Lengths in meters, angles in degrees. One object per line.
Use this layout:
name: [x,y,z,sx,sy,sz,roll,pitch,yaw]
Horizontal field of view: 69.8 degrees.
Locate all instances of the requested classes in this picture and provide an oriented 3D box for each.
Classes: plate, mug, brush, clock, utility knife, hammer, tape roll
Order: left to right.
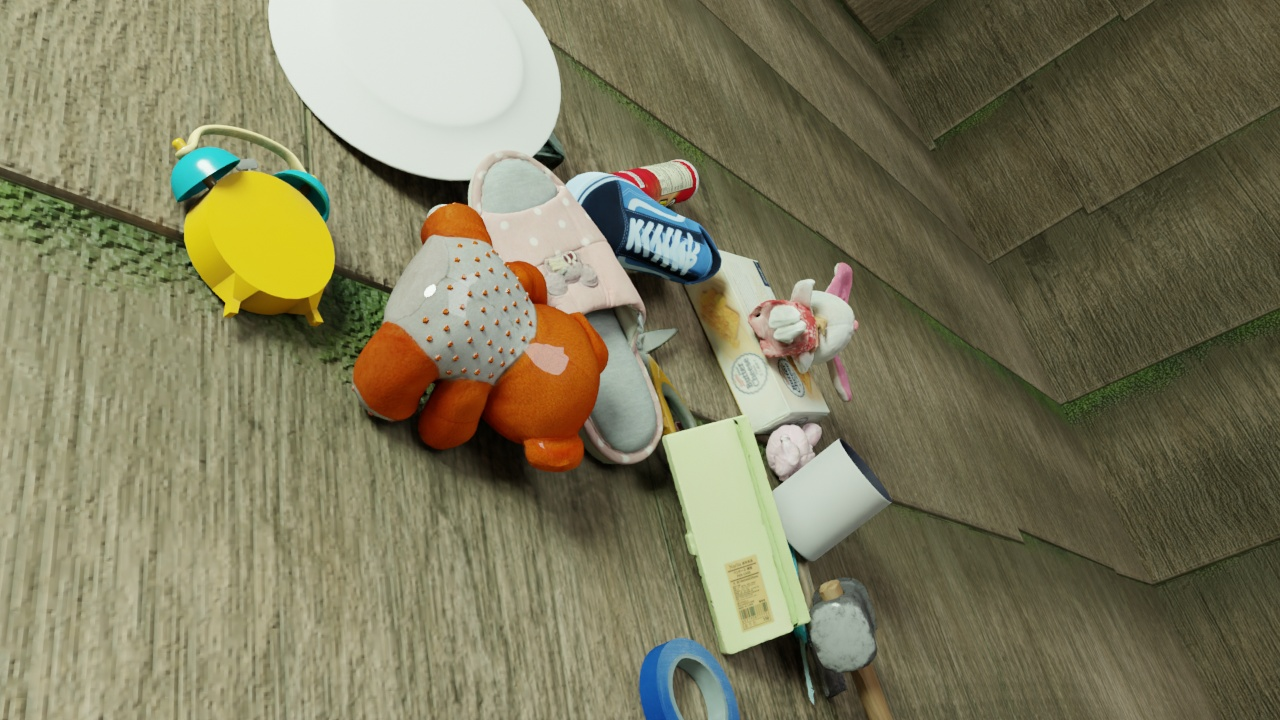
clock: [-0.233,-0.084,0.562,0.099,0.044,0.129,7,63,-55]
plate: [-0.173,-0.257,0.746,0.242,0.016,0.242,13,64,-27]
tape roll: [0.037,0.250,0.671,0.093,0.016,0.091,61,29,7]
utility knife: [0.147,0.240,0.855,0.022,0.015,0.161,41,34,-44]
brush: [0.167,0.246,0.879,0.039,0.012,0.151,25,43,-46]
mug: [0.186,0.135,0.920,0.078,0.097,0.111,49,13,1]
hammer: [0.225,0.352,0.806,0.098,0.052,0.328,-1,70,-75]

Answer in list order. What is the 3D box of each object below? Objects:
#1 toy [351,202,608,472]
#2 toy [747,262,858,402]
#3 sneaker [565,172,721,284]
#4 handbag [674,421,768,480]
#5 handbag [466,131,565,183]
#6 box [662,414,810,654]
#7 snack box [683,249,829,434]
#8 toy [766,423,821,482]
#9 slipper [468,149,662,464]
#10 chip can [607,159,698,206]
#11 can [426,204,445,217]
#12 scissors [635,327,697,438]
toy: [-0.099,-0.007,0.631,0.172,0.093,0.163,39,53,-31]
toy: [0.186,-0.036,0.994,0.194,0.084,0.159,6,85,-55]
sneaker: [0.013,-0.120,0.878,0.241,0.098,0.083,9,97,-62]
handbag: [0.073,0.095,0.875,0.119,0.029,0.055,40,35,-20]
handbag: [-0.132,-0.223,0.825,0.122,0.067,0.106,59,28,3]
box: [0.090,0.142,0.785,0.127,0.066,0.188,-4,77,-56]
snack box: [0.128,-0.020,1.034,0.104,0.058,0.207,4,58,-55]
toy: [0.164,0.099,0.982,0.109,0.047,0.063,3,90,-59]
slipper: [-0.050,-0.044,0.736,0.113,0.055,0.274,-32,99,-39]
chip can: [0.003,-0.188,1.013,0.052,0.052,0.214,57,29,0]
can: [-0.149,-0.075,0.689,0.032,0.032,0.095,34,36,-36]
scissors: [-0.005,0.004,0.837,0.224,0.016,0.229,-13,69,-58]
